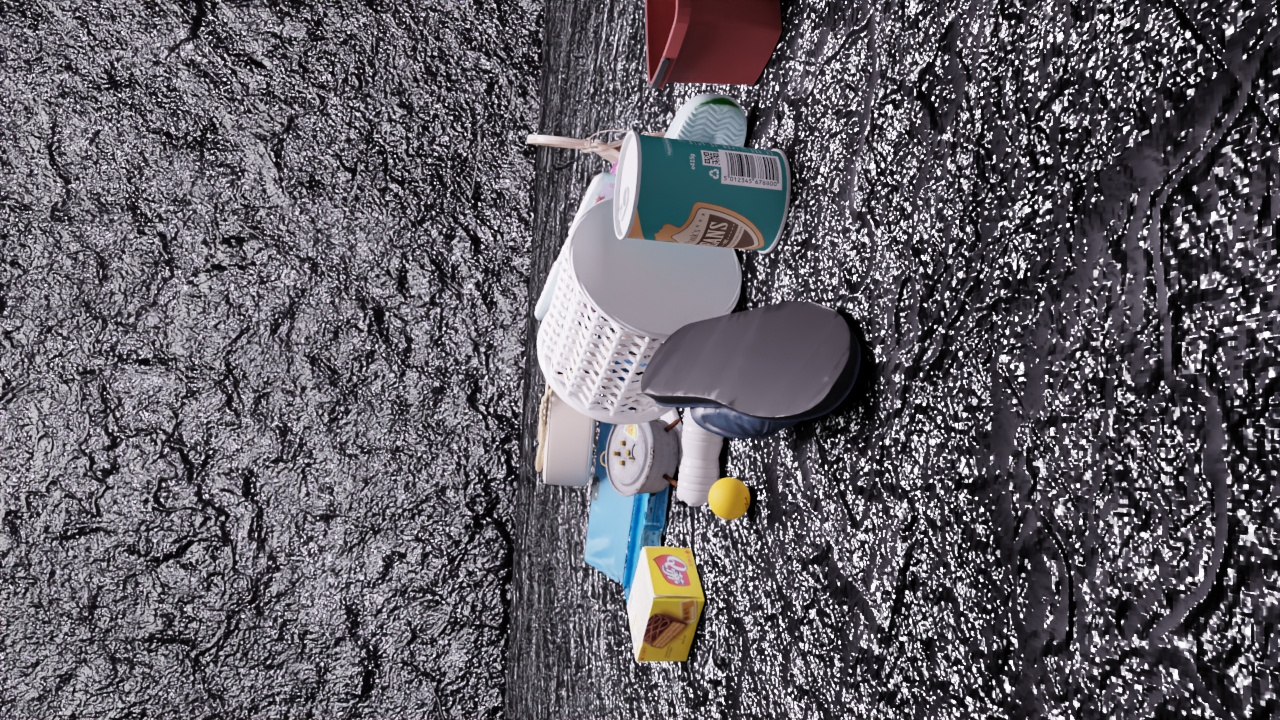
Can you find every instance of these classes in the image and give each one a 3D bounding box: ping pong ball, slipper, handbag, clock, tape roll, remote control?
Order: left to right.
[{"bbox_3d":[-0.095,0.075,1.338,0.210,0.103,0.209,-97,12,-66],"label":"handbag"},{"bbox_3d":[-0.059,-0.295,1.281,0.175,0.197,0.062,-135,50,-73],"label":"handbag"},{"bbox_3d":[-0.008,0.116,1.127,0.148,0.056,0.103,-16,69,56],"label":"clock"},{"bbox_3d":[-0.007,0.007,1.201,0.030,0.093,0.094,-111,28,-62],"label":"tape roll"},{"bbox_3d":[0.043,0.088,1.139,0.130,0.012,0.033,-109,29,-60],"label":"remote control"},{"bbox_3d":[0.046,-0.205,1.032,0.246,0.104,0.074,120,154,-49],"label":"slipper"},{"bbox_3d":[0.086,0.133,0.883,0.040,0.040,0.040,-177,91,-77],"label":"ping pong ball"},{"bbox_3d":[0.103,0.018,0.784,0.266,0.083,0.108,-2,54,60],"label":"slipper"}]

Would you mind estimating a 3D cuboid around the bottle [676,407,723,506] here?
[{"bbox_3d":[0.066,0.084,0.974,0.044,0.044,0.136,-155,69,-76],"label":"bottle"}]

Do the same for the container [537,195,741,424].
[{"bbox_3d":[-0.006,-0.054,1.007,0.187,0.189,0.189,116,155,-56],"label":"container"}]

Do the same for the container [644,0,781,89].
[{"bbox_3d":[0.029,-0.358,0.911,0.127,0.200,0.148,123,149,-64],"label":"container"}]

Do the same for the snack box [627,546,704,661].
[{"bbox_3d":[0.027,0.277,1.047,0.083,0.061,0.106,-105,22,-55],"label":"snack box"}]

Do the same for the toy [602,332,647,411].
[{"bbox_3d":[-0.023,0.018,1.335,0.113,0.071,0.176,104,167,-81],"label":"toy"}]

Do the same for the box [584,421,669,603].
[{"bbox_3d":[-0.011,0.208,1.246,0.175,0.060,0.232,34,120,56],"label":"box"}]

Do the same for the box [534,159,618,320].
[{"bbox_3d":[-0.070,-0.148,1.122,0.202,0.101,0.111,-63,39,24],"label":"box"}]

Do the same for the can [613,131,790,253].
[{"bbox_3d":[0.055,-0.157,0.867,0.099,0.144,0.099,-177,91,-77],"label":"can"}]
